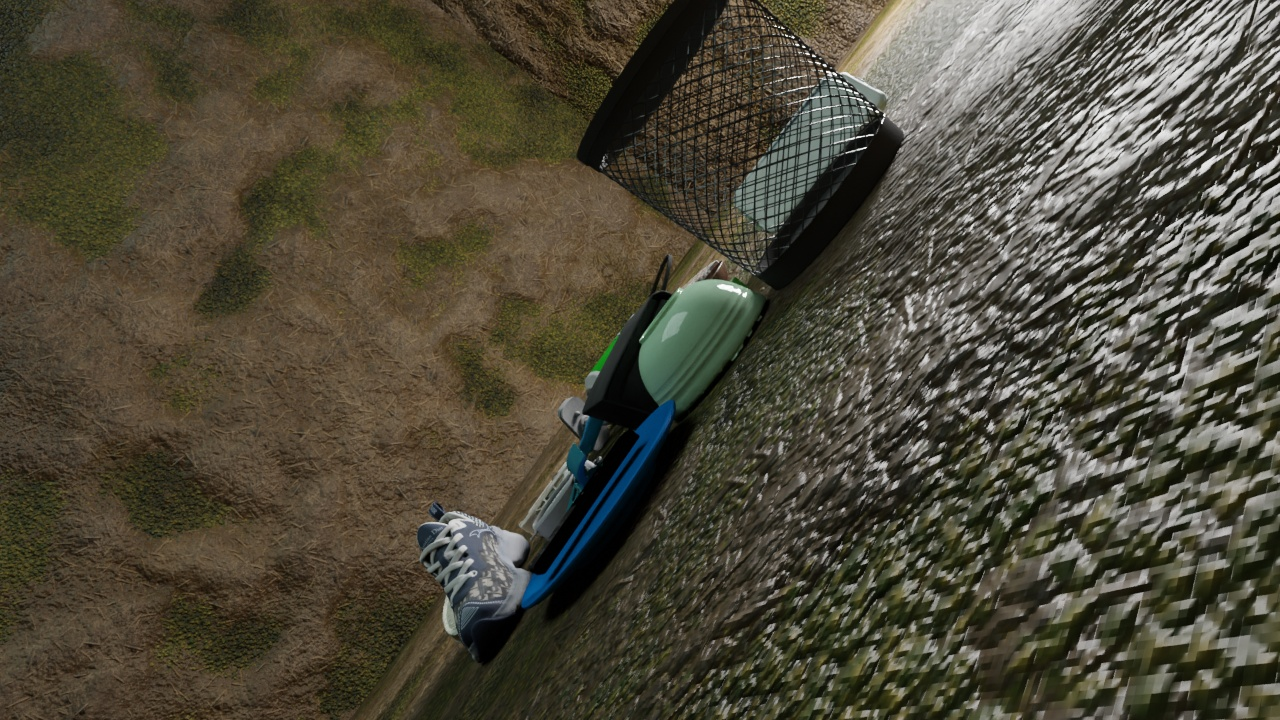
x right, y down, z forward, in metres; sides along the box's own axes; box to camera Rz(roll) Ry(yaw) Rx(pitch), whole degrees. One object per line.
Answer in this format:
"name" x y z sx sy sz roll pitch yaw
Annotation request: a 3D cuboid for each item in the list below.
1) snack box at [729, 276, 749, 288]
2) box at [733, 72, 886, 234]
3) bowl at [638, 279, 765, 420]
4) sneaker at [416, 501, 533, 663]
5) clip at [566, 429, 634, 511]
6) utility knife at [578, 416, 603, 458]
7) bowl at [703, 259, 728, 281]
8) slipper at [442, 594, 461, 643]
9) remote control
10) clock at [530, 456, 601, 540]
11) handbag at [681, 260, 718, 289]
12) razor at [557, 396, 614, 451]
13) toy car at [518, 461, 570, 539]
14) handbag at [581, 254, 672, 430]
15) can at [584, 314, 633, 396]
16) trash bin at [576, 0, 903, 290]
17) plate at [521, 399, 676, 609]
"snack box" 0.062 -0.024 1.117 0.131 0.027 0.168 -55 4 -18
"box" 0.217 -0.239 1.130 0.211 0.105 0.129 -49 45 11
"bowl" 0.048 -0.022 0.895 0.151 0.077 0.151 -54 3 3
"sneaker" -0.200 0.236 1.037 0.103 0.132 0.269 -51 12 2
"clip" -0.038 0.113 0.956 0.120 0.033 0.122 -35 -33 -18
"utility knife" -0.069 0.095 1.292 0.015 0.031 0.220 32 105 54
"bowl" 0.091 -0.084 1.289 0.119 0.032 0.119 -53 4 4
"slipper" -0.221 0.309 1.255 0.115 0.052 0.263 -43 16 -1
"remote control" -0.050 0.125 0.816 0.149 0.013 0.034 -54 4 -20
"clock" -0.085 0.166 1.110 0.123 0.035 0.094 -54 4 7
"handbag" 0.076 -0.095 1.504 0.124 0.047 0.186 -46 2 -10
"razor" -0.056 0.087 1.335 0.116 0.088 0.047 -16 32 51
"toy car" -0.120 0.197 1.277 0.113 0.039 0.039 -54 25 -3
"handbag" 0.004 -0.029 1.054 0.176 0.072 0.195 143 144 -77
"can" -0.007 0.007 1.231 0.139 0.088 0.088 -55 4 -27
"trash bin" 0.096 -0.210 0.867 0.218 0.227 0.217 -53 4 4
"plate" -0.030 0.131 0.819 0.224 0.024 0.224 -53 4 4
